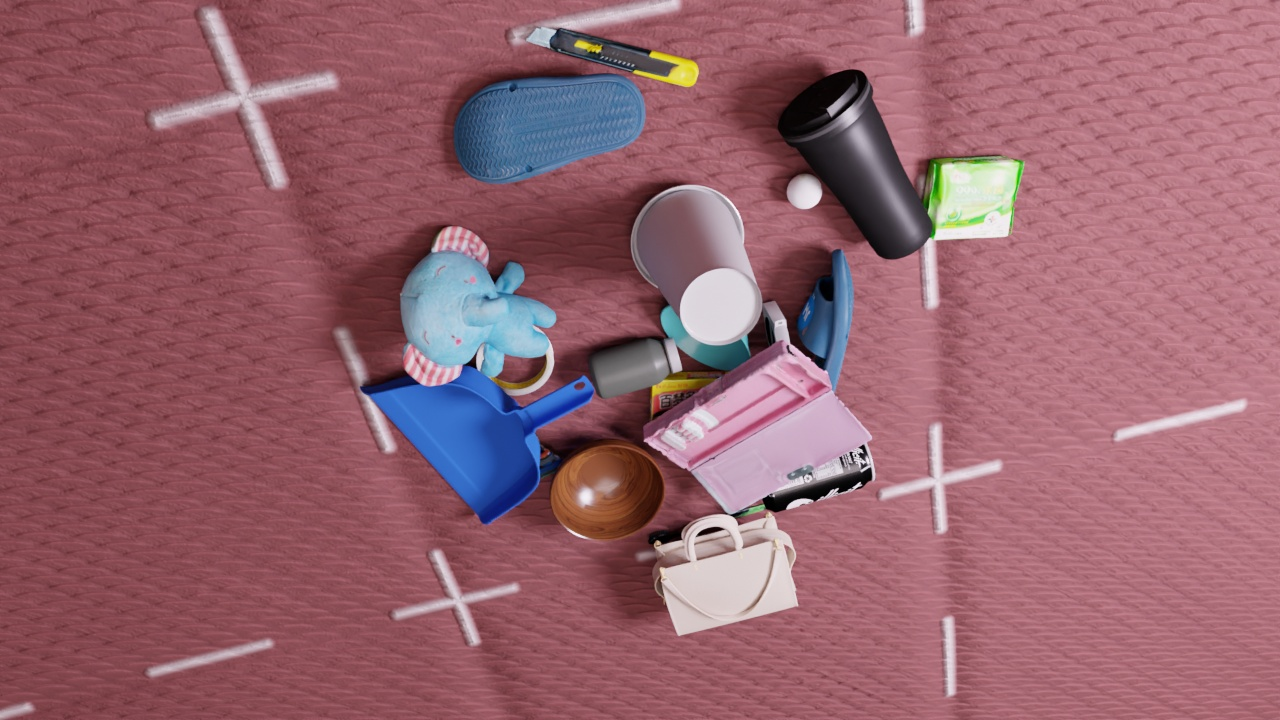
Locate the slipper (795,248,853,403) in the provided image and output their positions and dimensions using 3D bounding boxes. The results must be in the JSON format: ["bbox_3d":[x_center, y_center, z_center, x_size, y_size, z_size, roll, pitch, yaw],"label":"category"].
[{"bbox_3d":[0.220,-0.029,1.114,0.059,0.103,0.214,6,115,3],"label":"slipper"}]

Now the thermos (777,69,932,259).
[{"bbox_3d":[0.248,-0.213,1.027,0.106,0.105,0.218,-36,121,11],"label":"thermos"}]

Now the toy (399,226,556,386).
[{"bbox_3d":[-0.182,-0.051,1.039,0.180,0.115,0.183,15,83,-17],"label":"toy"}]

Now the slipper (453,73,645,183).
[{"bbox_3d":[-0.100,-0.255,0.980,0.214,0.059,0.104,-11,109,11],"label":"slipper"}]

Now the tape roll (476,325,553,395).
[{"bbox_3d":[-0.154,-0.002,1.123,0.094,0.019,0.094,-3,117,-6],"label":"tape roll"}]

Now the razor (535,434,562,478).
[{"bbox_3d":[-0.146,0.091,1.173,0.044,0.018,0.141,-24,116,16],"label":"razor"}]

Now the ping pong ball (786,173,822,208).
[{"bbox_3d":[0.189,-0.195,1.058,0.040,0.040,0.040,-3,117,-6],"label":"ping pong ball"}]

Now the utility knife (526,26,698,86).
[{"bbox_3d":[-0.028,-0.325,0.975,0.186,0.020,0.029,10,113,-11],"label":"utility knife"}]

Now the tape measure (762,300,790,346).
[{"bbox_3d":[0.167,-0.034,1.125,0.017,0.064,0.065,-13,122,-1],"label":"tape measure"}]

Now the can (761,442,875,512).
[{"bbox_3d":[0.228,0.146,1.215,0.146,0.080,0.080,-16,118,1],"label":"can"}]

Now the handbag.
[{"bbox_3d":[0.110,0.270,1.235,0.194,0.101,0.198,-15,132,2],"label":"handbag"}]

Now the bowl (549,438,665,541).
[{"bbox_3d":[-0.046,0.155,1.190,0.147,0.068,0.147,-4,118,-7],"label":"bowl"}]

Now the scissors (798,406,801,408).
[{"bbox_3d":[0.187,0.058,1.203,0.133,0.020,0.097,-25,113,6],"label":"scissors"}]

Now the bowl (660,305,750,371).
[{"bbox_3d":[0.088,-0.043,1.105,0.121,0.121,0.046,45,63,-25],"label":"bowl"}]

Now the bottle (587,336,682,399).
[{"bbox_3d":[-0.007,0.007,1.124,0.108,0.060,0.060,-16,118,1],"label":"bottle"}]

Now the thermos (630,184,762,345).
[{"bbox_3d":[0.065,-0.101,0.987,0.131,0.221,0.132,-3,117,-6],"label":"thermos"}]

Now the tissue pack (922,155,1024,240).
[{"bbox_3d":[0.391,-0.191,1.092,0.114,0.034,0.100,-4,116,-8],"label":"tissue pack"}]

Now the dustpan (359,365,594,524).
[{"bbox_3d":[-0.171,0.075,1.119,0.258,0.059,0.245,-28,117,15],"label":"dustpan"}]

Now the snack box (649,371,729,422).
[{"bbox_3d":[0.088,0.052,1.175,0.152,0.025,0.075,0,117,-3],"label":"snack box"}]

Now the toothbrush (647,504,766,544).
[{"bbox_3d":[0.100,0.224,1.280,0.188,0.017,0.014,-16,122,-3],"label":"toothbrush"}]

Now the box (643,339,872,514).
[{"bbox_3d":[0.140,0.084,1.131,0.233,0.050,0.180,-33,116,31],"label":"box"}]
